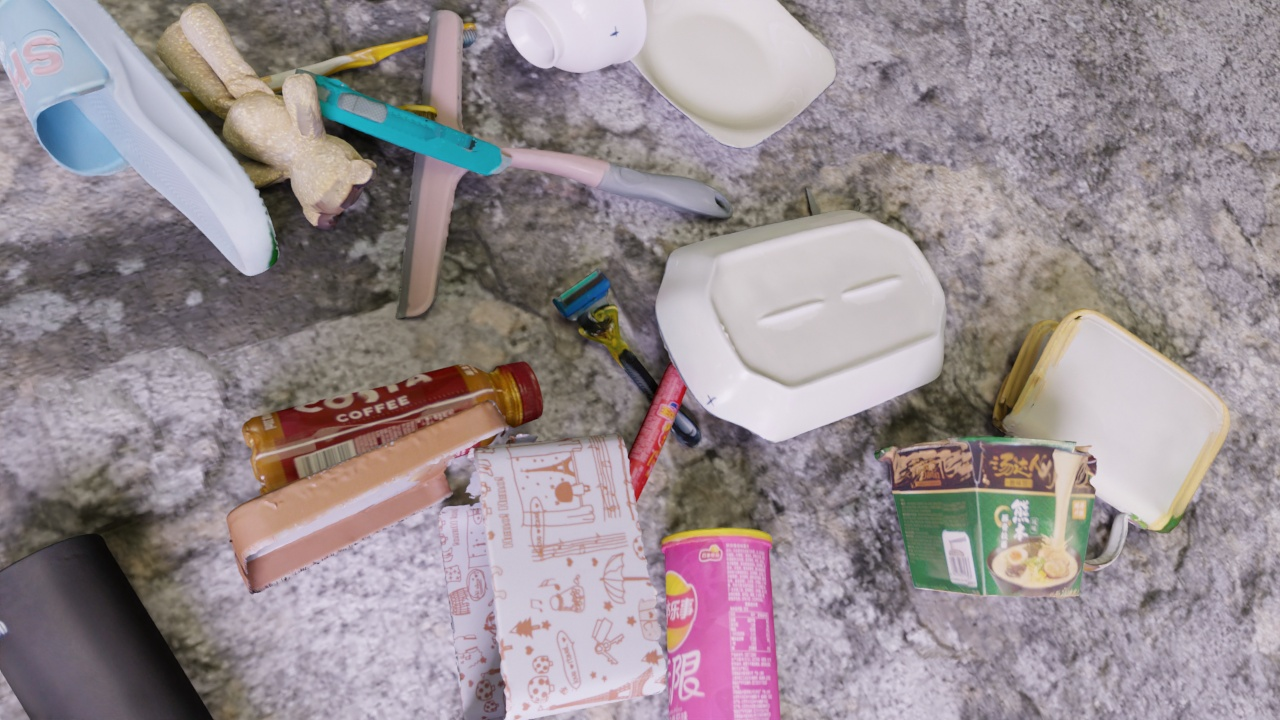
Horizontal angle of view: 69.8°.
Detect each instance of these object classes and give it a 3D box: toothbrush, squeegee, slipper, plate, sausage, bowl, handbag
[{"bbox_3d":[-0.237,-0.171,0.631,0.190,0.016,0.016,0,80,-12],"label":"toothbrush"},{"bbox_3d":[-0.203,-0.217,0.672,0.191,0.016,0.018,-27,88,-26],"label":"toothbrush"},{"bbox_3d":[-0.040,-0.136,0.677,0.249,0.040,0.247,7,71,-18],"label":"squeegee"},{"bbox_3d":[-0.322,-0.141,0.558,0.245,0.104,0.074,47,65,-3],"label":"slipper"},{"bbox_3d":[0.066,-0.253,0.763,0.164,0.034,0.163,46,63,3],"label":"plate"},{"bbox_3d":[0.134,-0.040,0.675,0.265,0.034,0.162,-16,73,-32],"label":"plate"},{"bbox_3d":[0.003,0.061,0.615,0.020,0.020,0.155,27,74,-7],"label":"sausage"},{"bbox_3d":[-0.060,-0.255,0.677,0.118,0.118,0.064,41,66,0],"label":"bowl"},{"bbox_3d":[0.354,0.070,0.727,0.163,0.063,0.178,34,78,-3],"label":"handbag"}]

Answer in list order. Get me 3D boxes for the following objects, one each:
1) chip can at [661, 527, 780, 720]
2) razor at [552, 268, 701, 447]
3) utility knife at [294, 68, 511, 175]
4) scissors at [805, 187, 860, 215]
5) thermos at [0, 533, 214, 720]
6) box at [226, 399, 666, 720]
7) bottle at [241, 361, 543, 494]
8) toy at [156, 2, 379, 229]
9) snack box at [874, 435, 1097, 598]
[{"bbox_3d":[0.050,0.212,0.556,0.071,0.072,0.210,5,68,-16],"label":"chip can"},{"bbox_3d":[-0.004,0.004,0.646,0.042,0.022,0.142,-38,91,-17],"label":"razor"},{"bbox_3d":[-0.164,-0.161,0.628,0.157,0.013,0.029,20,79,-7],"label":"utility knife"},{"bbox_3d":[0.158,-0.057,0.731,0.159,0.014,0.175,-35,81,-29],"label":"scissors"},{"bbox_3d":[-0.235,0.199,0.459,0.242,0.090,0.068,53,23,6],"label":"thermos"},{"bbox_3d":[-0.113,0.115,0.477,0.192,0.183,0.156,-6,71,-20],"label":"box"},{"bbox_3d":[-0.147,0.041,0.564,0.174,0.058,0.057,-16,75,-23],"label":"bottle"},{"bbox_3d":[-0.243,-0.159,0.597,0.157,0.105,0.066,47,27,-14],"label":"toy"},{"bbox_3d":[0.243,0.111,0.642,0.117,0.118,0.105,5,78,-17],"label":"snack box"}]
